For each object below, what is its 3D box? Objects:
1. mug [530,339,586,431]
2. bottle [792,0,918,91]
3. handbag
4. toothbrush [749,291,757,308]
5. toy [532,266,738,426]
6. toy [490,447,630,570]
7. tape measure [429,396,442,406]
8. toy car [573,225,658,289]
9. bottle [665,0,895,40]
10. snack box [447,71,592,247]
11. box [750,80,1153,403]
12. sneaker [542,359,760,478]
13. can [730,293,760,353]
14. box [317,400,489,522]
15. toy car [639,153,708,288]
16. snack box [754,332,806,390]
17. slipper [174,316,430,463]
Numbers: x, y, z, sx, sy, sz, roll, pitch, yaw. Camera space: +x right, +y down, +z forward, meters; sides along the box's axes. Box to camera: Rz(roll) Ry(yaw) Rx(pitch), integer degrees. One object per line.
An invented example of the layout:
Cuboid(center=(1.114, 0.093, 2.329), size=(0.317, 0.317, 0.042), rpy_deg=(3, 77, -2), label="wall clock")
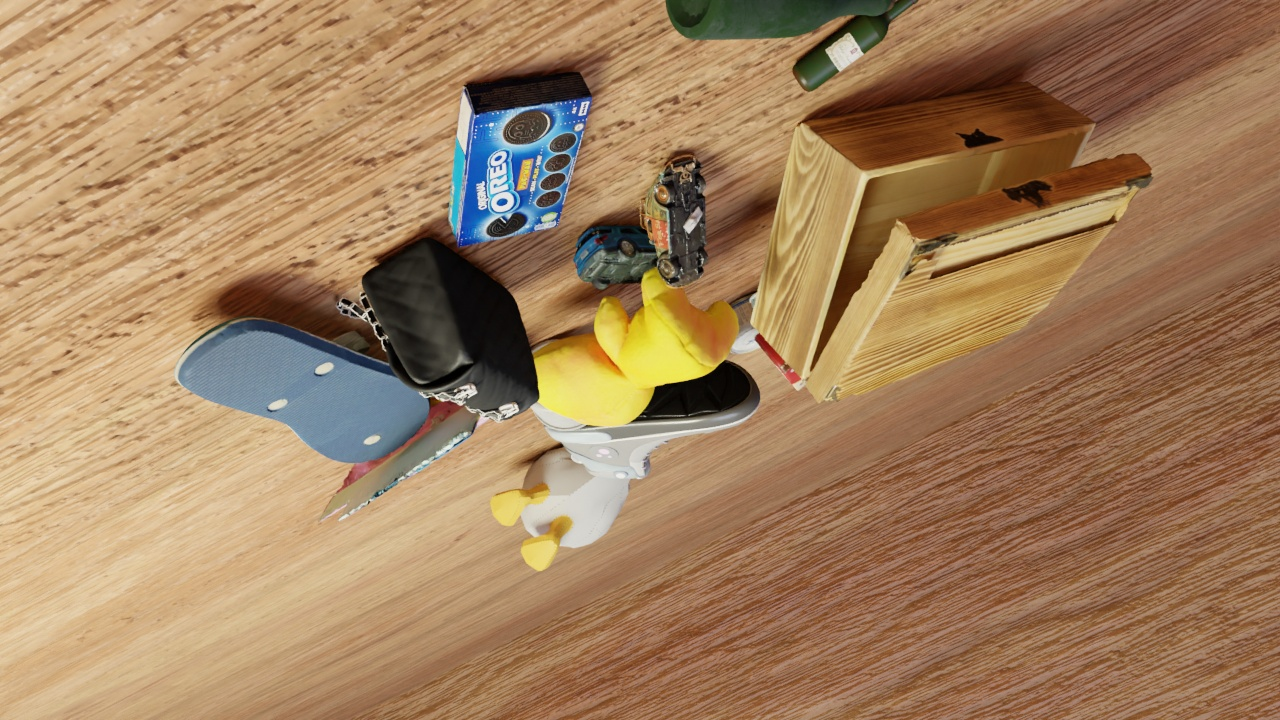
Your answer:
Cuboid(center=(-0.071, 0.028, 0.970), size=(0.113, 0.084, 0.070), rpy_deg=(11, 163, 14), label="mug")
Cuboid(center=(0.161, -0.239, 0.678), size=(0.106, 0.025, 0.025), rpy_deg=(-33, 159, 22), label="bottle")
Cuboid(center=(-0.158, -0.008, 0.736), size=(0.115, 0.125, 0.153), rpy_deg=(-27, 161, 6), label="handbag")
Cuboid(center=(0.210, -0.122, 1.002), size=(0.223, 0.026, 0.027), rpy_deg=(-35, 130, 25), label="toothbrush")
Cuboid(center=(-0.005, 0.005, 0.851), size=(0.194, 0.087, 0.134), rpy_deg=(-29, 141, 29), label="toy")
Cuboid(center=(-0.090, 0.189, 1.321), size=(0.247, 0.141, 0.266), rpy_deg=(-40, 173, 32), label="toy")
Cuboid(center=(-0.209, 0.025, 0.899), size=(0.058, 0.030, 0.068), rpy_deg=(-16, 166, -24), label="tape measure")
Cuboid(center=(-0.005, -0.095, 0.818), size=(0.120, 0.043, 0.056), rpy_deg=(-2, 150, -43), label="toy car")
Cuboid(center=(0.099, -0.232, 0.581), size=(0.173, 0.055, 0.055), rpy_deg=(-13, 157, -34), label="bottle")
Cuboid(center=(-0.088, -0.136, 0.639), size=(0.082, 0.027, 0.150), rpy_deg=(-17, 159, -21), label="snack box")
Cuboid(center=(0.273, -0.097, 0.858), size=(0.278, 0.176, 0.248), rpy_deg=(-17, 140, -25), label="box")
Cuboid(center=(0.024, 0.081, 1.055), size=(0.257, 0.092, 0.160), rpy_deg=(-5, 139, 21), label="sneaker")
Cuboid(center=(0.137, -0.046, 1.113), size=(0.086, 0.043, 0.086), rpy_deg=(-20, 160, -8), label="can")
Cuboid(center=(-0.221, 0.090, 0.911), size=(0.231, 0.035, 0.159), rpy_deg=(-33, -161, 22), label="box")
Cuboid(center=(0.026, -0.119, 0.772), size=(0.047, 0.047, 0.112), rpy_deg=(-22, 119, -36), label="toy car")
Cuboid(center=(0.250, -0.068, 1.075), size=(0.236, 0.060, 0.113), rpy_deg=(-40, 159, 5), label="snack box")
Cuboid(center=(-0.269, 0.016, 0.770), size=(0.118, 0.060, 0.295), rpy_deg=(-31, 157, 5), label="slipper")
